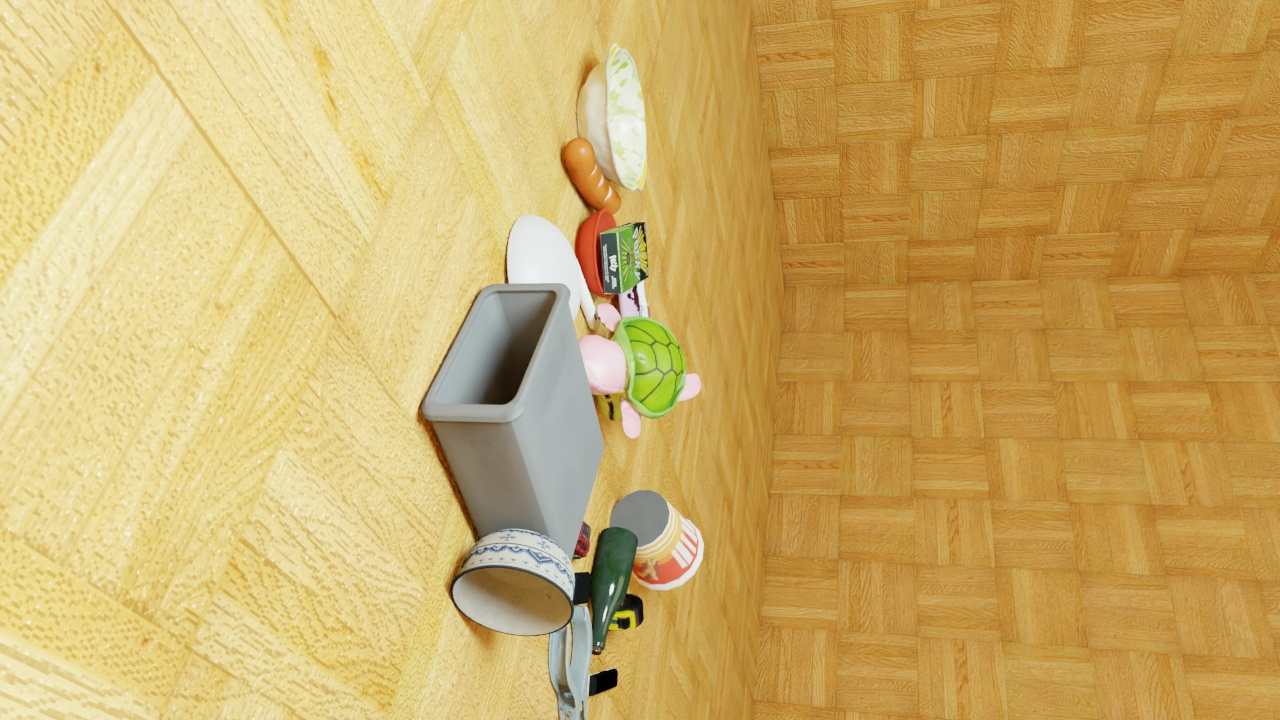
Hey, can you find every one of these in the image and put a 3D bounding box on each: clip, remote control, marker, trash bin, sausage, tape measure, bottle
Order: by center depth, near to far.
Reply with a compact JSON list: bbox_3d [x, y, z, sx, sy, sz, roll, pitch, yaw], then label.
[{"bbox_3d":[-0.114,0.066,0.910,0.191,0.098,0.220,-74,160,-47],"label":"trash bin"},{"bbox_3d":[-0.093,0.283,1.136,0.152,0.020,0.041,38,53,-70],"label":"remote control"},{"bbox_3d":[-0.078,0.390,1.174,0.143,0.029,0.172,-42,130,-69],"label":"clip"},{"bbox_3d":[-0.064,-0.238,1.205,0.164,0.044,0.039,53,14,-67],"label":"sausage"},{"bbox_3d":[-0.075,-0.087,1.214,0.134,0.017,0.020,71,22,-50],"label":"marker"},{"bbox_3d":[-0.045,0.316,1.252,0.055,0.055,0.173,72,24,-49],"label":"bottle"},{"bbox_3d":[-0.052,0.456,1.302,0.124,0.012,0.028,44,48,-70],"label":"remote control"},{"bbox_3d":[-0.027,0.358,1.302,0.067,0.063,0.038,-44,133,-72],"label":"tape measure"}]

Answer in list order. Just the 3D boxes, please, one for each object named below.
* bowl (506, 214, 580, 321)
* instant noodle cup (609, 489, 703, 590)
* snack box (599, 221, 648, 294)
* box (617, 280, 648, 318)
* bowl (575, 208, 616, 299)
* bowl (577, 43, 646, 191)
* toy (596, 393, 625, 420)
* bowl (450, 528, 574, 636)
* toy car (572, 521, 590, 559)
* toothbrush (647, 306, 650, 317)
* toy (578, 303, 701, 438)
[{"bbox_3d":[-0.099,-0.093,1.038,0.149,0.043,0.149,-6,90,-72],"label":"bowl"},{"bbox_3d":[0.019,0.265,1.388,0.121,0.124,0.123,60,32,-49],"label":"instant noodle cup"},{"bbox_3d":[-0.020,-0.143,1.263,0.147,0.025,0.080,-44,132,-70],"label":"snack box"},{"bbox_3d":[-0.002,-0.046,1.353,0.086,0.044,0.202,76,6,-63],"label":"box"},{"bbox_3d":[-0.060,-0.143,1.238,0.122,0.035,0.122,0,89,-75],"label":"bowl"},{"bbox_3d":[-0.042,-0.327,1.261,0.219,0.060,0.188,70,25,-50],"label":"bowl"},{"bbox_3d":[-0.040,0.026,1.296,0.115,0.046,0.092,-84,163,-54],"label":"toy"},{"bbox_3d":[-0.115,0.203,0.865,0.059,0.116,0.116,-80,162,-46],"label":"bowl"},{"bbox_3d":[-0.081,0.221,1.155,0.091,0.036,0.042,74,20,-61],"label":"toy car"},{"bbox_3d":[0.009,-0.020,1.517,0.016,0.015,0.184,73,16,-52],"label":"toothbrush"},{"bbox_3d":[-0.007,0.007,1.213,0.237,0.088,0.190,6,70,-45],"label":"toy"}]
